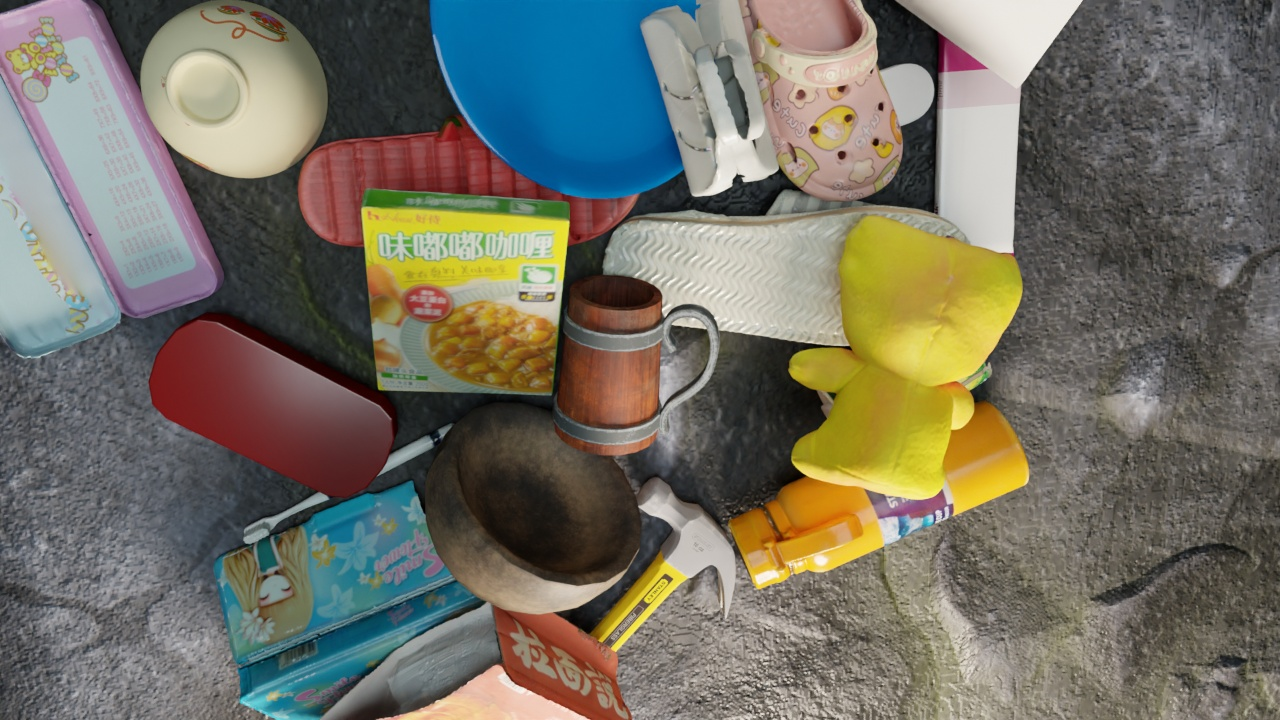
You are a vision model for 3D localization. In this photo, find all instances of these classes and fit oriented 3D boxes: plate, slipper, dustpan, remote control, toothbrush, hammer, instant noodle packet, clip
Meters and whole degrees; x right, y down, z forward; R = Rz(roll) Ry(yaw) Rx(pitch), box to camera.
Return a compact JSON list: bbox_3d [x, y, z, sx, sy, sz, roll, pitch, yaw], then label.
[{"bbox_3d":[-0.033,-0.222,0.618,0.224,0.024,0.224,-4,98,-27],"label":"plate"},{"bbox_3d":[-0.117,-0.119,0.644,0.248,0.059,0.103,-6,107,-5],"label":"slipper"},{"bbox_3d":[0.108,-0.070,0.692,0.273,0.054,0.114,0,108,1],"label":"slipper"},{"bbox_3d":[0.159,-0.288,0.552,0.258,0.191,0.053,40,98,8],"label":"dustpan"},{"bbox_3d":[0.153,-0.183,0.684,0.136,0.013,0.043,-20,108,-1],"label":"remote control"},{"bbox_3d":[-0.225,0.096,0.714,0.187,0.017,0.012,-27,119,1],"label":"toothbrush"},{"bbox_3d":[-0.043,0.252,0.780,0.127,0.029,0.324,38,99,-16],"label":"hammer"},{"bbox_3d":[0.122,-0.204,0.628,0.093,0.081,0.197,-24,97,-1],"label":"slipper"},{"bbox_3d":[-0.139,0.287,0.712,0.221,0.084,0.164,-34,132,13],"label":"instant noodle packet"},{"bbox_3d":[0.040,-0.169,0.597,0.105,0.151,0.126,-13,107,23],"label":"clip"}]

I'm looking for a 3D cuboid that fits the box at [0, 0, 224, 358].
[{"bbox_3d":[-0.394,-0.121,0.616,0.151,0.041,0.214,-22,108,-14],"label":"box"}]

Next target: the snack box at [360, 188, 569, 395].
[{"bbox_3d":[-0.122,-0.041,0.644,0.132,0.027,0.168,3,134,-8],"label":"snack box"}]

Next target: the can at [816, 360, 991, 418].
[{"bbox_3d":[0.204,0.018,0.722,0.121,0.067,0.067,-33,108,2],"label":"can"}]

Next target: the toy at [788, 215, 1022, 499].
[{"bbox_3d":[0.179,0.004,0.640,0.134,0.087,0.194,17,99,-1],"label":"toy"}]

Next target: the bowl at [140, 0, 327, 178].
[{"bbox_3d":[-0.272,-0.176,0.598,0.118,0.074,0.118,-2,106,-7],"label":"bowl"}]

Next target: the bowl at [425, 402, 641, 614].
[{"bbox_3d":[-0.084,0.113,0.671,0.162,0.161,0.070,30,123,-15],"label":"bowl"}]

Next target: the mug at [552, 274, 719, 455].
[{"bbox_3d":[-0.004,0.004,0.668,0.117,0.081,0.111,9,117,7],"label":"mug"}]

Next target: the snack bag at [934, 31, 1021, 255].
[{"bbox_3d":[0.257,-0.165,0.702,0.070,0.016,0.197,-6,107,-4],"label":"snack bag"}]

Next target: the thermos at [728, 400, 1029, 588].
[{"bbox_3d":[0.187,0.108,0.736,0.232,0.076,0.091,-23,153,0],"label":"thermos"}]

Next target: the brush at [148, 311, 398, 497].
[{"bbox_3d":[-0.265,0.031,0.676,0.173,0.042,0.082,30,100,-15],"label":"brush"}]

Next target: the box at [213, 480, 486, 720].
[{"bbox_3d":[-0.203,0.194,0.716,0.227,0.086,0.168,-22,108,-1],"label":"box"}]
